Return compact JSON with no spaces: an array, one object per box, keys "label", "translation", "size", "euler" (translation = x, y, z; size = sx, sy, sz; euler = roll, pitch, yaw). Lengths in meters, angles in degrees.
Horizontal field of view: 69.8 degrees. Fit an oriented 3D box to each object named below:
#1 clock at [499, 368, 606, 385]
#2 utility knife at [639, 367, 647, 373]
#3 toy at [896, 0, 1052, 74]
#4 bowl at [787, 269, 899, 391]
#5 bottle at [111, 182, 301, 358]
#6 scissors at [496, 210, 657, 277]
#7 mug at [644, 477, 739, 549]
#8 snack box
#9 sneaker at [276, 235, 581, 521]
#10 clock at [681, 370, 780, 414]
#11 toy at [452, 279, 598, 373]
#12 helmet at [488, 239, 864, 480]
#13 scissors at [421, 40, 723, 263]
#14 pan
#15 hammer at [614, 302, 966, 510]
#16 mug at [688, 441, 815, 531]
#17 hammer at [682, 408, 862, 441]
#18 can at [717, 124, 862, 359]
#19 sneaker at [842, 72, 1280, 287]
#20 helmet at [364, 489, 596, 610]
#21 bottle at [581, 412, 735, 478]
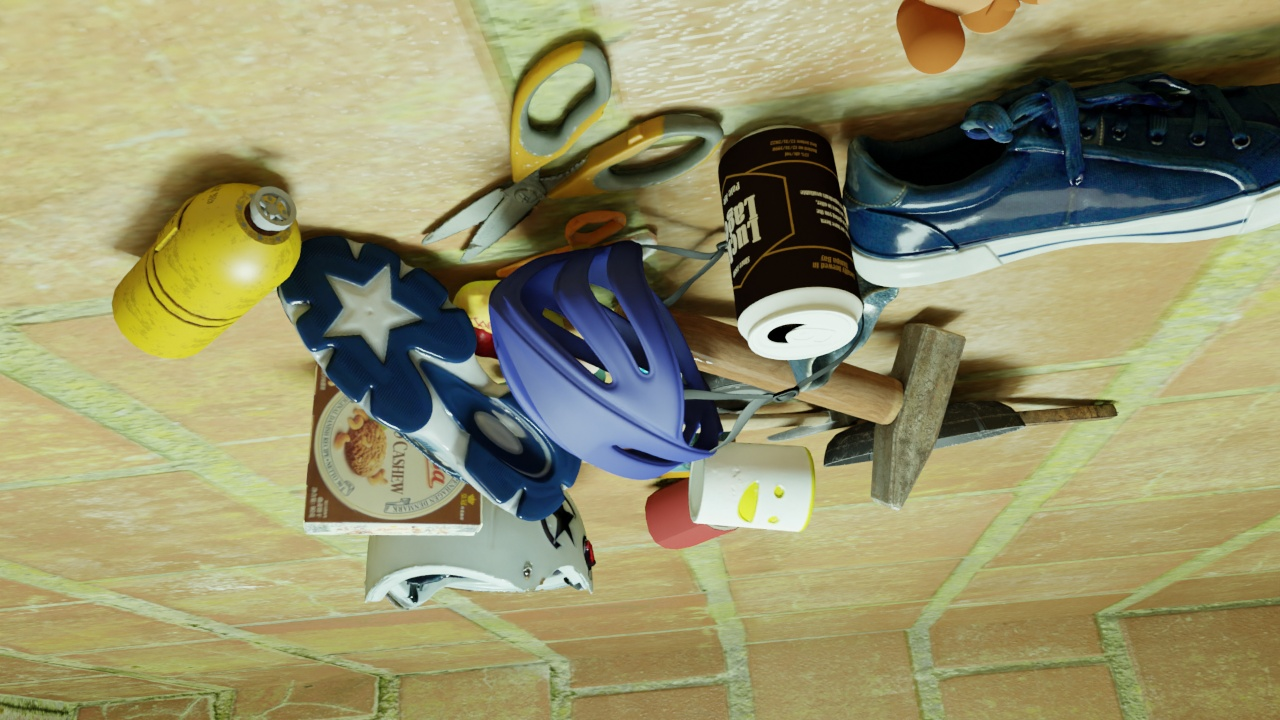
[{"label":"clock","translation":[-0.085,0.040,0.836],"size":[0.124,0.053,0.090],"euler":[-27,150,18]},{"label":"utility knife","translation":[-0.005,0.005,0.786],"size":[0.022,0.015,0.158],"euler":[-56,153,10]},{"label":"toy","translation":[0.175,-0.183,0.404],"size":[0.128,0.065,0.095],"euler":[-15,151,10]},{"label":"bowl","translation":[0.143,-0.033,0.700],"size":[0.110,0.055,0.110],"euler":[-42,161,-18]},{"label":"bottle","translation":[-0.270,-0.062,0.582],"size":[0.164,0.071,0.071],"euler":[-26,147,38]},{"label":"scissors","translation":[-0.044,-0.073,0.663],"size":[0.083,0.012,0.133],"euler":[15,153,-40]},{"label":"mug","translation":[0.080,0.188,1.155],"size":[0.116,0.080,0.097],"euler":[7,153,-37]},{"label":"snack box","translation":[-0.212,0.078,0.799],"size":[0.147,0.143,0.041],"euler":[4,156,-17]},{"label":"sneaker","translation":[-0.171,0.020,0.693],"size":[0.269,0.103,0.133],"euler":[46,152,-27]},{"label":"clock","translation":[0.081,0.016,0.829],"size":[0.091,0.043,0.123],"euler":[-3,160,-14]},{"label":"toy","translation":[-0.095,-0.017,0.715],"size":[0.106,0.067,0.137],"euler":[0,153,28]},{"label":"helmet","translation":[0.027,-0.017,0.609],"size":[0.228,0.147,0.241],"euler":[-26,148,16]},{"label":"scissors","translation":[-0.050,-0.111,0.574],"size":[0.166,0.016,0.226],"euler":[11,151,-28]},{"label":"pan","translation":[0.357,0.066,0.964],"size":[0.356,0.040,0.208],"euler":[-7,168,-19]},{"label":"hammer","translation":[0.114,0.014,0.758],"size":[0.300,0.158,0.037],"euler":[17,179,-14]},{"label":"mug","translation":[0.105,0.120,0.884],"size":[0.106,0.082,0.083],"euler":[5,154,-6]},{"label":"hammer","translation":[0.108,0.059,0.850],"size":[0.120,0.030,0.330],"euler":[-20,167,38]},{"label":"can","translation":[0.087,-0.071,0.546],"size":[0.072,0.128,0.072],"euler":[-3,155,-2]},{"label":"sneaker","translation":[0.256,-0.127,0.513],"size":[0.295,0.120,0.127],"euler":[-9,132,16]},{"label":"helmet","translation":[-0.172,0.183,1.009],"size":[0.237,0.163,0.264],"euler":[-9,161,20]},{"label":"bottle","translation":[0.016,0.088,0.945],"size":[0.157,0.067,0.068],"euler":[-2,155,-4]}]
